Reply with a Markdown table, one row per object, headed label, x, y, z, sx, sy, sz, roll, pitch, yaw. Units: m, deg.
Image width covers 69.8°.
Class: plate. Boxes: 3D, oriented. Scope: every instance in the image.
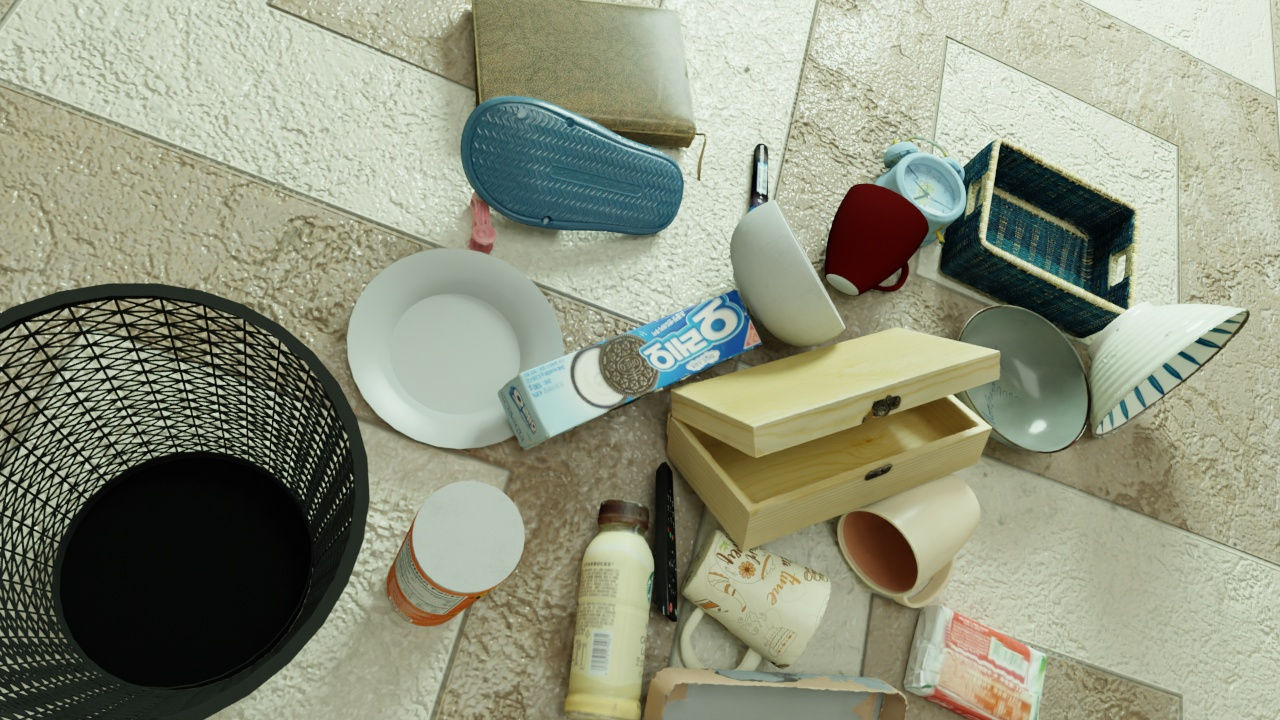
| label | x | y | z | sx | sy | sz | roll | pitch | yaw |
| --- | --- | --- | --- | --- | --- | --- | --- | --- | --- |
| plate | -0.149 | -0.010 | 0.750 | 0.172 | 0.019 | 0.172 | 7 | 68 | -17 |

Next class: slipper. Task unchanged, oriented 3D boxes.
| label | x | y | z | sx | sy | sz | roll | pitch | yaw |
| --- | --- | --- | --- | --- | --- | --- | --- | --- | --- |
| slipper | -0.059 | -0.163 | 0.812 | 0.213 | 0.059 | 0.104 | 12 | 101 | -29 |

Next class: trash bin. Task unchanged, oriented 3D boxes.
| label | x | y | z | sx | sy | sz | roll | pitch | yaw |
| --- | --- | --- | --- | --- | --- | --- | --- | --- | --- |
| trash bin | -0.277 | 0.104 | 0.535 | 0.216 | 0.244 | 0.216 | 7 | 68 | -17 |

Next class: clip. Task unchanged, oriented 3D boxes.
| label | x | y | z | sx | sy | sz | roll | pitch | yaw |
| --- | --- | --- | --- | --- | --- | --- | --- | --- | --- |
| clip | -0.136 | -0.123 | 0.788 | 0.022 | 0.038 | 0.058 | -3 | 67 | -17 |

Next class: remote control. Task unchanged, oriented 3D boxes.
| label | x | y | z | sx | sy | sz | roll | pitch | yaw |
| --- | --- | --- | --- | --- | --- | --- | --- | --- | --- |
| remote control | 0.021 | 0.145 | 0.741 | 0.010 | 0.039 | 0.124 | -7 | 64 | 12 |

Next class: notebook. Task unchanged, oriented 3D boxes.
| label | x | y | z | sx | sy | sz | roll | pitch | yaw |
| --- | --- | --- | --- | --- | --- | --- | --- | --- | --- |
| notebook | -0.050 | -0.259 | 0.871 | 0.215 | 0.035 | 0.190 | -1 | 71 | -19 |

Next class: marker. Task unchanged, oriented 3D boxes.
| label | x | y | z | sx | sy | sz | roll | pitch | yaw |
| --- | --- | --- | --- | --- | --- | --- | --- | --- | --- |
| marker | 0.117 | -0.162 | 0.903 | 0.018 | 0.015 | 0.122 | 14 | 63 | -17 |

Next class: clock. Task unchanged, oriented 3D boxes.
| label | x | y | z | sx | sy | sz | roll | pitch | yaw |
| --- | --- | --- | --- | --- | --- | --- | --- | --- | --- |
| clock | 0.289 | -0.179 | 0.948 | 0.088 | 0.052 | 0.124 | 20 | 64 | -10 |

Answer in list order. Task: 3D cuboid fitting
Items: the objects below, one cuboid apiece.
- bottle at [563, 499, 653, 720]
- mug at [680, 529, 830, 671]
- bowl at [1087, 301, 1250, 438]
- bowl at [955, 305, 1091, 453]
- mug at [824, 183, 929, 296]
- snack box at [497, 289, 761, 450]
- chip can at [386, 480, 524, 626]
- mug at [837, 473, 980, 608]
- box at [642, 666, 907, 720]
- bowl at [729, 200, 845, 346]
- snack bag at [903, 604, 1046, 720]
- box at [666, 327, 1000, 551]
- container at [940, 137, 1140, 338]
| label | x | y | z | sx | sy | sz | roll | pitch | yaw |
| --- | --- | --- | --- | --- | --- | --- | --- | --- | --- |
| bottle | -0.020 | 0.189 | 0.698 | 0.056 | 0.057 | 0.161 | 13 | 66 | -14 |
| mug | 0.078 | 0.201 | 0.729 | 0.097 | 0.081 | 0.122 | 30 | 90 | 2 |
| bowl | 0.493 | -0.008 | 0.899 | 0.177 | 0.178 | 0.071 | -22 | 59 | -25 |
| bowl | 0.356 | 0.025 | 0.890 | 0.150 | 0.057 | 0.150 | 7 | 68 | -16 |
| mug | 0.225 | -0.101 | 0.890 | 0.114 | 0.087 | 0.088 | 40 | 78 | -36 |
| snack box | -0.004 | 0.004 | 0.759 | 0.225 | 0.059 | 0.059 | -22 | 84 | -32 |
| chip can | -0.126 | 0.132 | 0.596 | 0.062 | 0.211 | 0.062 | 7 | 68 | -17 |
| mug | 0.240 | 0.157 | 0.794 | 0.104 | 0.085 | 0.111 | -24 | 107 | -31 |
| box | 0.099 | 0.313 | 0.682 | 0.216 | 0.058 | 0.154 | 10 | 87 | -23 |
| bowl | 0.122 | -0.070 | 0.817 | 0.064 | 0.131 | 0.131 | -29 | 79 | 13 |
| snack bag | 0.287 | 0.266 | 0.786 | 0.116 | 0.036 | 0.076 | 26 | 65 | -8 |
| box | 0.160 | 0.037 | 0.762 | 0.248 | 0.123 | 0.140 | -13 | 43 | -24 |
| container | 0.418 | -0.125 | 0.960 | 0.187 | 0.071 | 0.145 | 23 | 64 | -10 |
